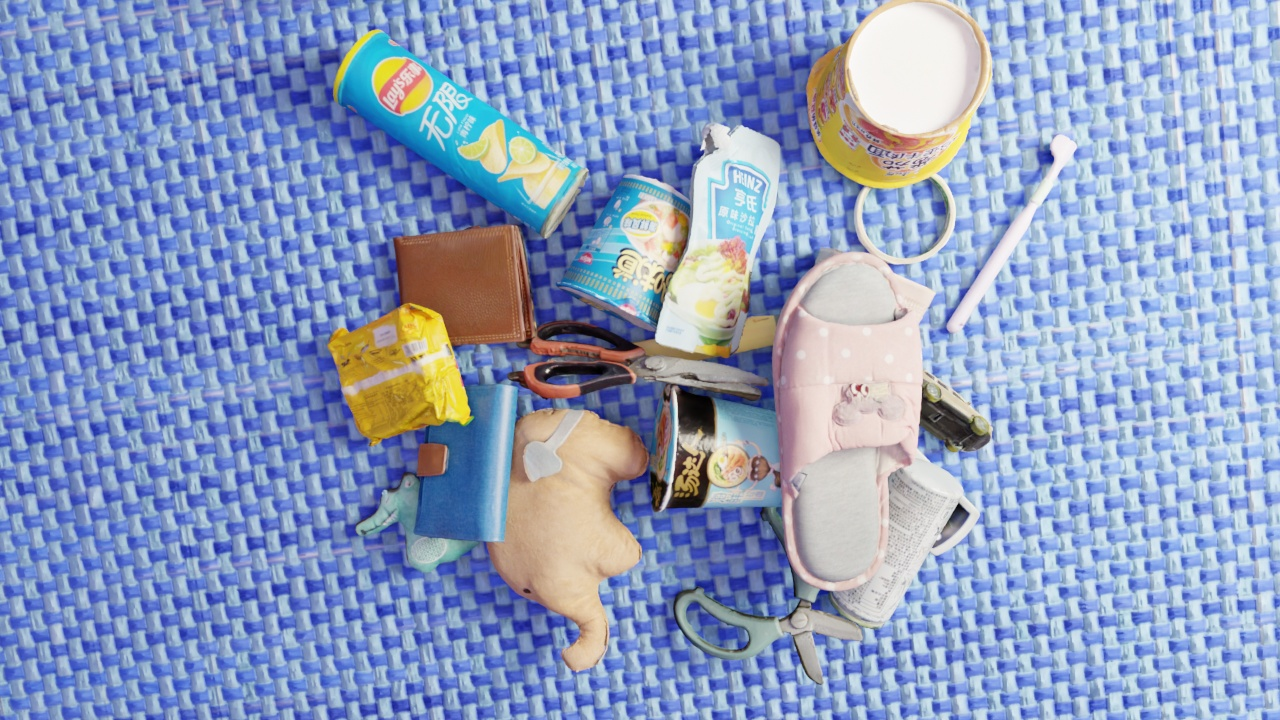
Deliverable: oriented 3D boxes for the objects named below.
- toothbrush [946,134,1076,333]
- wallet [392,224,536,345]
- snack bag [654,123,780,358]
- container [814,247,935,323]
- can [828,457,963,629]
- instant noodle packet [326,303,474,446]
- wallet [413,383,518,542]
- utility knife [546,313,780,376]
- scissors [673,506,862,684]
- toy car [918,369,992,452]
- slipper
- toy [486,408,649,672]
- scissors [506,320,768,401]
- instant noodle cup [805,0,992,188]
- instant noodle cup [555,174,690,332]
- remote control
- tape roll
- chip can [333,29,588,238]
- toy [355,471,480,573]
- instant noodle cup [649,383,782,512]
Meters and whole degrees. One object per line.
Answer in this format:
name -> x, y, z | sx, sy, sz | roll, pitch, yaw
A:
toothbrush -> 0.319, -0.107, 0.797 | 0.029, 0.021, 0.189 | 25, 98, -34
wallet -> -0.155, -0.064, 0.796 | 0.125, 0.032, 0.101 | -3, 97, 17
snack bag -> 0.068, -0.099, 0.764 | 0.110, 0.039, 0.191 | 10, 96, -40
container -> 0.175, -0.027, 0.774 | 0.090, 0.090, 0.111 | 23, 98, -2
can -> 0.217, 0.157, 0.789 | 0.058, 0.058, 0.147 | 22, 110, -1
instant noodle packet -> -0.205, 0.013, 0.782 | 0.129, 0.044, 0.111 | -14, 98, 37
wallet -> -0.150, 0.087, 0.784 | 0.107, 0.040, 0.133 | -5, 77, 42
utility knife -> 0.026, -0.011, 0.812 | 0.219, 0.022, 0.031 | -10, 94, -4
scissors -> 0.115, 0.191, 0.810 | 0.170, 0.019, 0.179 | 5, 79, 25
toy car -> 0.265, 0.044, 0.800 | 0.090, 0.042, 0.035 | 37, 51, -1
slipper -> 0.159, 0.054, 0.713 | 0.114, 0.054, 0.274 | 0, 101, -5
toy -> -0.070, 0.153, 0.800 | 0.143, 0.082, 0.226 | 6, 98, 13
scissors -> -0.008, 0.013, 0.756 | 0.192, 0.207, 0.015 | -26, 133, -18
instant noodle cup -> 0.209, -0.217, 0.735 | 0.138, 0.110, 0.138 | 0, 89, 5
instant noodle cup -> -0.004, -0.092, 0.773 | 0.099, 0.099, 0.110 | 25, 87, -1
remote control -> 0.233, 0.106, 0.818 | 0.150, 0.021, 0.058 | 44, 95, -2
tape roll -> 0.230, -0.127, 0.799 | 0.086, 0.014, 0.086 | 0, 96, 1
chip can -> -0.150, -0.189, 0.773 | 0.210, 0.071, 0.071 | 34, 95, -2
toy -> -0.205, 0.149, 0.828 | 0.096, 0.030, 0.092 | -28, 90, 1
instant noodle cup -> 0.076, 0.079, 0.781 | 0.120, 0.111, 0.111 | 6, 95, -7
